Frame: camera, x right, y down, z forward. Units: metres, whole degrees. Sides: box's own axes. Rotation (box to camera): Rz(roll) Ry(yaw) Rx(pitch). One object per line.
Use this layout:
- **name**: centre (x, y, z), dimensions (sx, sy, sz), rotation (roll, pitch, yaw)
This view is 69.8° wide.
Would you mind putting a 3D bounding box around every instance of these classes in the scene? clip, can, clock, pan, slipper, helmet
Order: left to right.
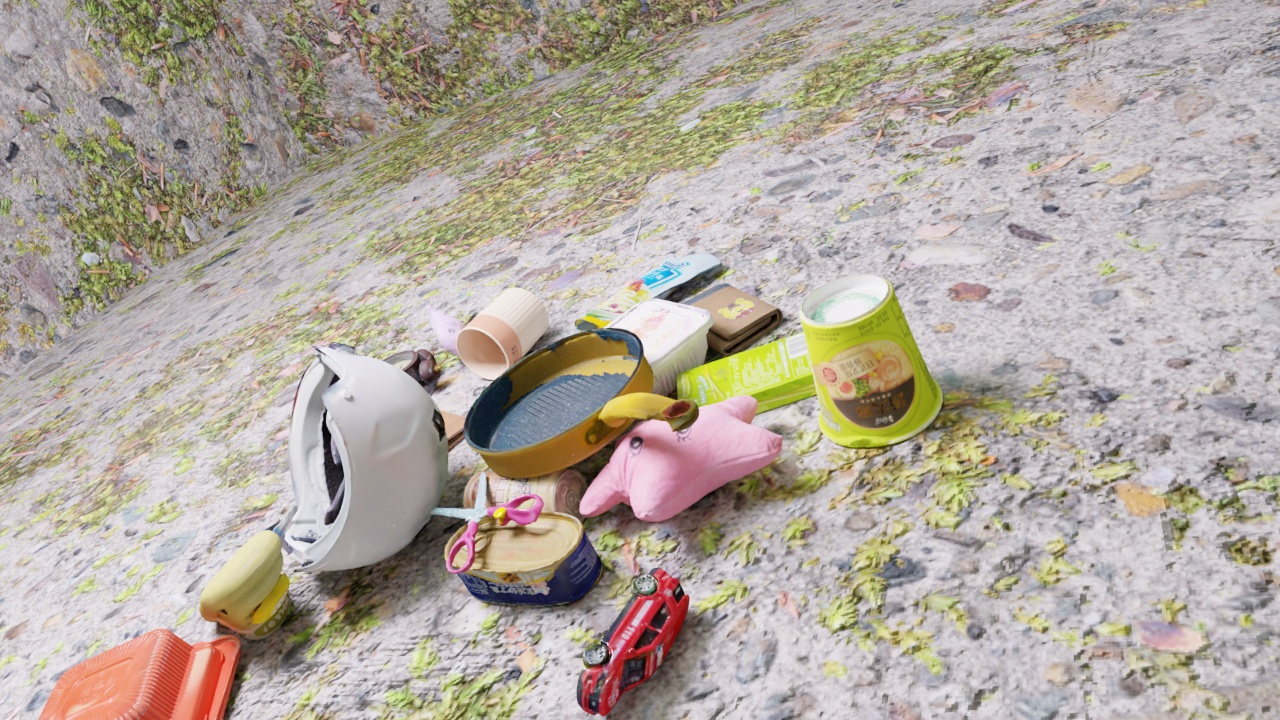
- **slipper**: centre (-0.390, 0.234, 0.929), dimensions (0.191, 0.081, 0.091), rotation (-35, 19, 53)
- **clip**: centre (-0.418, 0.193, 1.080), dimensions (0.045, 0.027, 0.058), rotation (-20, 23, 27)
- **helmet**: centre (-0.282, 0.100, 0.957), dimensions (0.145, 0.229, 0.259), rotation (8, 6, -27)
- **clock**: centre (-0.317, 0.022, 1.257), dimensions (0.122, 0.055, 0.082), rotation (-28, 27, -9)
- **can**: centre (-0.105, 0.176, 0.817), dimensions (0.148, 0.049, 0.074), rotation (-6, 33, 32)
- **can**: centre (-0.111, 0.134, 0.885), dimensions (0.116, 0.058, 0.058), rotation (-7, 33, 32)
- **pan**: centre (-0.045, 0.038, 0.837), dimensions (0.197, 0.078, 0.358), rotation (-39, 28, -21)

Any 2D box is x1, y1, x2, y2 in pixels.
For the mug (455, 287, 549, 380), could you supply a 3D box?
- **mug**: centre (-0.189, -0.030, 1.229), dimensions (0.115, 0.081, 0.105), rotation (-41, 8, 47)

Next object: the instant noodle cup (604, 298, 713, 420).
- **instant noodle cup**: centre (-0.006, 0.006, 1.020), dimensions (0.173, 0.060, 0.138), rotation (-39, 31, -21)

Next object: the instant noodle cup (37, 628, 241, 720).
- **instant noodle cup**: centre (-0.471, 0.324, 0.837), dimensions (0.189, 0.079, 0.164), rotation (-24, 29, -1)

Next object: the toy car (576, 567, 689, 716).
- **toy car**: centre (-0.004, 0.207, 0.675), dimensions (0.045, 0.053, 0.120), rotation (22, 44, 24)

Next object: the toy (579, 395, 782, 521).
- **toy**: centre (0.036, 0.091, 0.815), dimensions (0.195, 0.074, 0.178), rotation (-19, 19, 24)

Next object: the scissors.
- **scissors**: centre (-0.149, 0.146, 0.831), dimensions (0.134, 0.017, 0.130), rotation (-3, 39, 35)

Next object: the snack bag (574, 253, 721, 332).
- **snack bag**: centre (0.007, -0.089, 1.201), dimensions (0.190, 0.039, 0.110), rotation (-37, 18, -22)

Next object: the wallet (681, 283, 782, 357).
- **wallet**: centre (0.098, -0.048, 1.060), dimensions (0.090, 0.033, 0.115), rotation (-32, 32, -14)

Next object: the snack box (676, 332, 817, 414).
- **snack box**: centre (0.113, 0.021, 0.930), dimensions (0.156, 0.026, 0.085), rotation (-19, 28, 12)

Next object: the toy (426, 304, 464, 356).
- **toy**: centre (-0.262, -0.034, 1.290), dimensions (0.039, 0.084, 0.108), rotation (-51, 31, 3)

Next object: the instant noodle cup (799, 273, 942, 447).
- **instant noodle cup**: centre (0.193, -0.005, 0.802), dimensions (0.112, 0.123, 0.111), rotation (-20, 28, 11)

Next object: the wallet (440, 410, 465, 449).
- **wallet**: centre (-0.270, 0.101, 1.121), dimensions (0.115, 0.020, 0.101), rotation (-39, 29, -29)

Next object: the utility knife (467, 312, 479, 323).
- **utility knife**: centre (-0.225, -0.055, 1.288), dimensions (0.031, 0.020, 0.188), rotation (-52, 8, -2)
